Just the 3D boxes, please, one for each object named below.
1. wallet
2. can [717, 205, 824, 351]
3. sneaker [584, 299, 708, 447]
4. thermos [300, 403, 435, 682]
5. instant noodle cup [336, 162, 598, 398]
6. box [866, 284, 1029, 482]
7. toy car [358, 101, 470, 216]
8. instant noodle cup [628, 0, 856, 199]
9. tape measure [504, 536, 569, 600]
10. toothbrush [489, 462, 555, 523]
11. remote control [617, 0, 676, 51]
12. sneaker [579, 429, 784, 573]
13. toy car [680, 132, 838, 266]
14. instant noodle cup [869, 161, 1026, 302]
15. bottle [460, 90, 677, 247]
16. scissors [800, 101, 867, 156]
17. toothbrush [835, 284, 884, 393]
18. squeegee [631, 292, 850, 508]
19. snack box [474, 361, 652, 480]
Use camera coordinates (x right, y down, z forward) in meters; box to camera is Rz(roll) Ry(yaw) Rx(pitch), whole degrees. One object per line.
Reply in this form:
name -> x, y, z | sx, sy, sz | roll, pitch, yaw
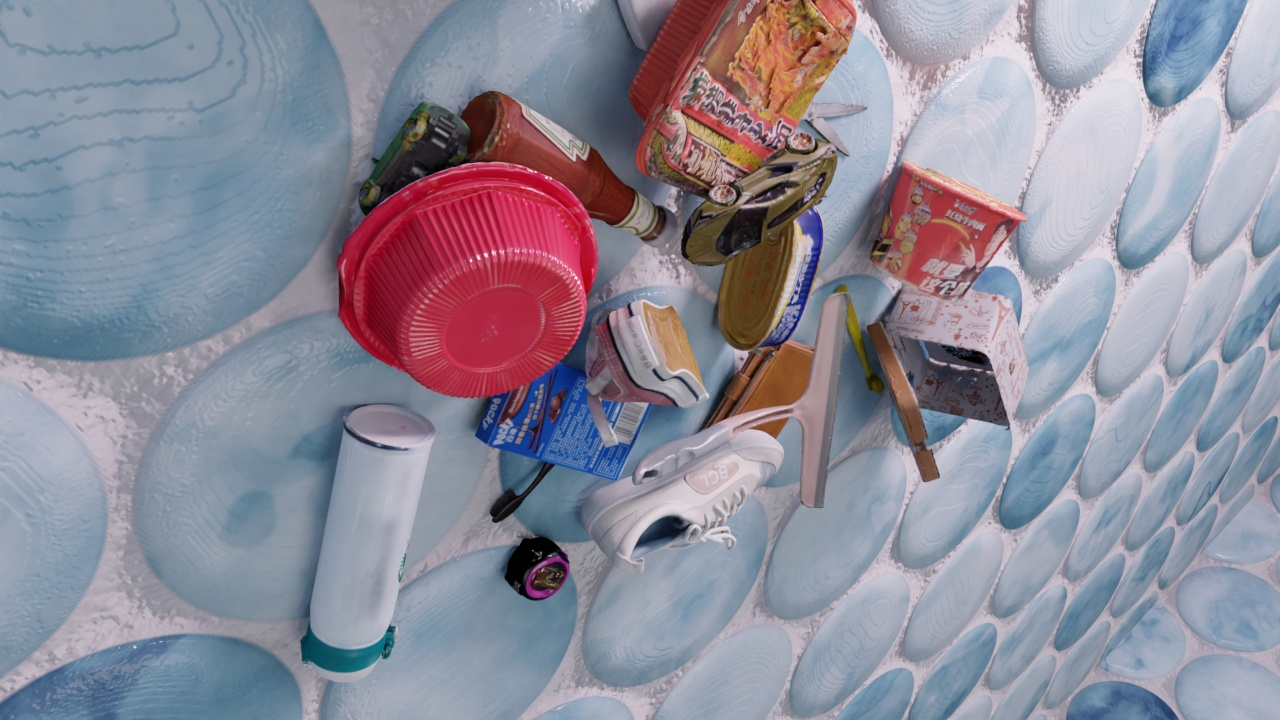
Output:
wallet -> 0.129, 0.036, 0.967 | 0.119, 0.035, 0.131 | 18, 110, -42
can -> 0.122, -0.080, 0.862 | 0.049, 0.075, 0.148 | -8, 120, -42
sneaker -> -0.005, 0.004, 0.767 | 0.088, 0.118, 0.241 | -21, 171, 11
thermos -> -0.212, 0.148, 0.713 | 0.073, 0.073, 0.224 | -1, 116, -41
instant noodle cup -> -0.111, -0.040, 0.647 | 0.193, 0.065, 0.194 | -16, 139, -14
box -> 0.340, 0.034, 1.069 | 0.182, 0.154, 0.180 | 50, 59, -46
toy car -> -0.153, -0.130, 0.612 | 0.043, 0.036, 0.091 | 27, 105, -44
instant noodle cup -> 0.070, -0.220, 0.703 | 0.164, 0.079, 0.189 | 8, 120, -55
tape measure -> -0.096, 0.198, 0.868 | 0.057, 0.039, 0.057 | 19, 102, -46
toothbrush -> -0.068, 0.079, 0.841 | 0.188, 0.017, 0.014 | -44, 140, -16
remote control -> 0.040, -0.293, 0.694 | 0.135, 0.020, 0.056 | -43, 137, -13
sneaker -> 0.063, 0.143, 0.920 | 0.241, 0.090, 0.090 | -18, 140, -29
toy car -> 0.097, -0.126, 0.742 | 0.158, 0.042, 0.070 | -34, 152, -18
instant noodle cup -> 0.315, -0.131, 0.964 | 0.137, 0.138, 0.109 | 3, 119, -43
bottle -> -0.047, -0.133, 0.692 | 0.205, 0.060, 0.060 | 21, 101, -47
scissors -> 0.152, -0.229, 0.840 | 0.159, 0.014, 0.175 | -40, 137, -16
toothbrush -> 0.255, -0.020, 1.059 | 0.015, 0.016, 0.190 | -45, 136, -12
squeegee -> 0.087, 0.069, 0.871 | 0.249, 0.040, 0.248 | -17, 122, -32
snack box -> -0.063, 0.049, 0.803 | 0.157, 0.026, 0.084 | 23, 93, -44
